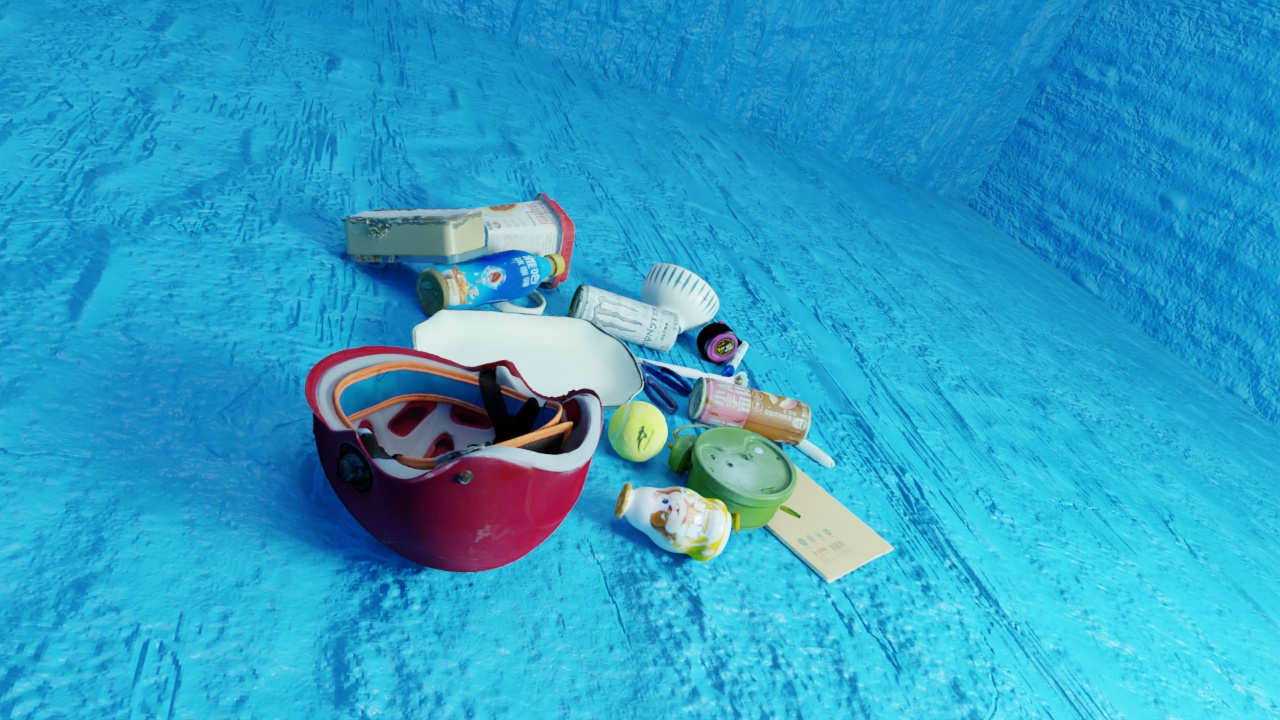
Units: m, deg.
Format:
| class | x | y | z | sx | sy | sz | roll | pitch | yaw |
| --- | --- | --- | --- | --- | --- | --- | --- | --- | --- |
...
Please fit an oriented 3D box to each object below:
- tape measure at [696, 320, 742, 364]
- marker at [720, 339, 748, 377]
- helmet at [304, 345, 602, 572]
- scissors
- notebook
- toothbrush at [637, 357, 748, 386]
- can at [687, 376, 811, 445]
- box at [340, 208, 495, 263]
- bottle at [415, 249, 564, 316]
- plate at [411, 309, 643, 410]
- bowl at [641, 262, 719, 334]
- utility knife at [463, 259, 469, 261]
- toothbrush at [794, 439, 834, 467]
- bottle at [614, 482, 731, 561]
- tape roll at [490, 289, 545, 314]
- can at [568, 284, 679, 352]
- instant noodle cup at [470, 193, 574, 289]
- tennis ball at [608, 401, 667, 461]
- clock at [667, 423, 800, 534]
| class | x | y | z | sx | sy | sz | roll | pitch | yaw |
| --- | --- | --- | --- | --- | --- | --- | --- | --- | --- |
| tape measure | 0.110 | -0.027 | 1.318 | 0.058 | 0.057 | 0.039 | 35 | 12 | -39 |
| marker | 0.140 | -0.002 | 1.346 | 0.017 | 0.017 | 0.145 | 27 | 25 | 6 |
| helmet | -0.161 | 0.086 | 0.758 | 0.240 | 0.144 | 0.206 | 17 | 21 | 18 |
| scissors | 0.001 | 0.005 | 1.176 | 0.160 | 0.012 | 0.163 | 12 | 38 | -43 |
| notebook | 0.176 | 0.166 | 1.055 | 0.147 | 0.008 | 0.208 | -7 | 39 | -49 |
| toothbrush | 0.061 | 0.016 | 1.238 | 0.189 | 0.029 | 0.021 | 11 | -12 | -24 |
| can | 0.137 | 0.064 | 1.152 | 0.147 | 0.058 | 0.057 | 14 | 26 | -12 |
| box | -0.276 | -0.156 | 1.141 | 0.184 | 0.061 | 0.089 | 6 | 19 | 24 |
| bottle | -0.182 | -0.105 | 1.172 | 0.065 | 0.065 | 0.218 | 37 | 35 | 26 |
| plate | -0.126 | 0.007 | 1.036 | 0.265 | 0.034 | 0.162 | 2 | 39 | -28 |
| bowl | 0.049 | -0.081 | 1.336 | 0.116 | 0.117 | 0.066 | 28 | 69 | 9 |
| utility knife | -0.267 | -0.146 | 1.251 | 0.188 | 0.018 | 0.034 | 29 | 26 | 17 |
| toothbrush | 0.177 | 0.084 | 1.210 | 0.191 | 0.016 | 0.018 | 35 | 18 | 24 |
| bottle | 0.030 | 0.152 | 0.886 | 0.108 | 0.063 | 0.063 | 20 | 25 | -8 |
| tape roll | -0.170 | -0.085 | 1.235 | 0.086 | 0.014 | 0.085 | 19 | 25 | -10 |
| can | -0.022 | -0.057 | 1.259 | 0.146 | 0.058 | 0.058 | 17 | 26 | -17 |
| instant noodle cup | -0.171 | -0.167 | 1.294 | 0.124 | 0.117 | 0.116 | -5 | 37 | -28 |
| tennis ball | -0.003 | 0.077 | 1.000 | 0.065 | 0.066 | 0.065 | 20 | 25 | -10 |
| clock | 0.097 | 0.119 | 1.003 | 0.116 | 0.056 | 0.161 | -5 | 39 | -35 |
